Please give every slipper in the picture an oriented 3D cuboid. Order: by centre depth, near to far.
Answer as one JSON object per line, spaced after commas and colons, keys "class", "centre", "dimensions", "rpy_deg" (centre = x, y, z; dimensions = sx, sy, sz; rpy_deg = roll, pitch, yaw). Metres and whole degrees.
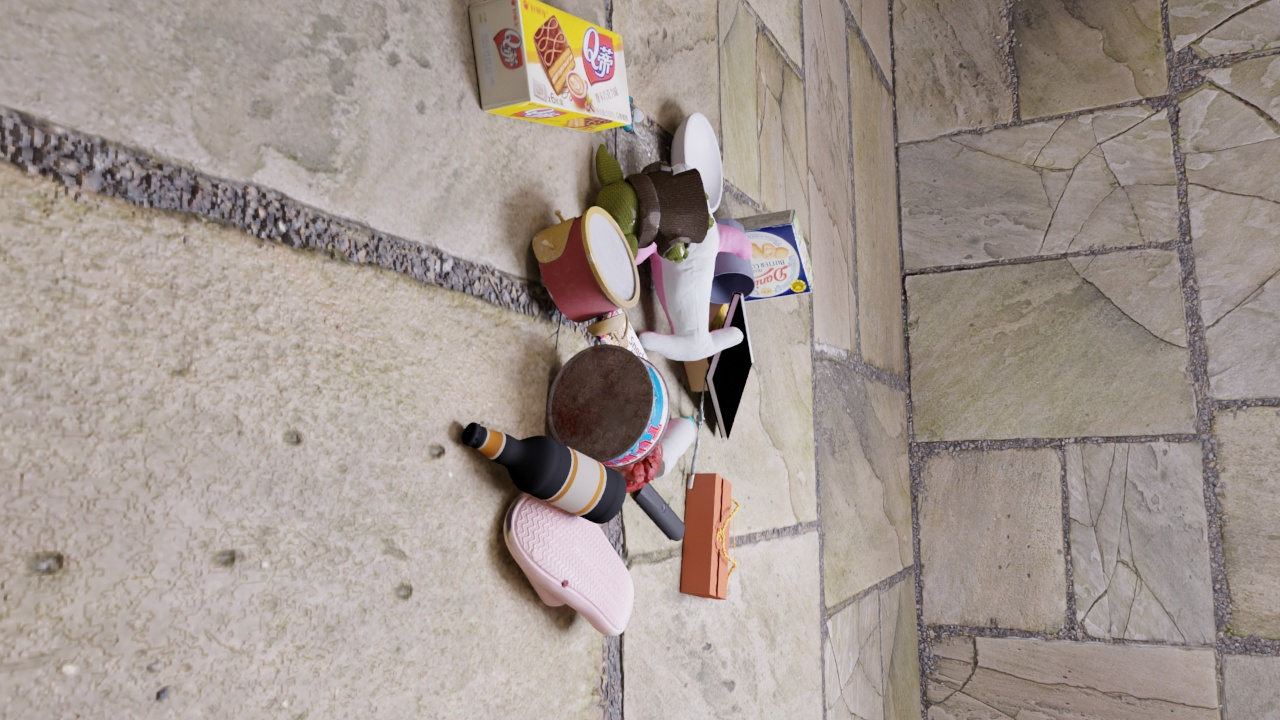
{"class": "slipper", "centre": [-0.073, 0.218, 0.983], "dimensions": [0.221, 0.056, 0.106], "rpy_deg": [52, 39, -35]}

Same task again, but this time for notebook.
{"class": "notebook", "centre": [0.137, 0.012, 1.388], "dimensions": [0.207, 0.016, 0.148], "rpy_deg": [69, 37, -59]}

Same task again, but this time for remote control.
{"class": "remote control", "centre": [0.026, 0.200, 1.234], "dimensions": [0.147, 0.015, 0.033], "rpy_deg": [54, 40, -47]}

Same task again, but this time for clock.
{"class": "clock", "centre": [-0.057, -0.089, 1.028], "dimensions": [0.159, 0.081, 0.116], "rpy_deg": [58, 25, -28]}

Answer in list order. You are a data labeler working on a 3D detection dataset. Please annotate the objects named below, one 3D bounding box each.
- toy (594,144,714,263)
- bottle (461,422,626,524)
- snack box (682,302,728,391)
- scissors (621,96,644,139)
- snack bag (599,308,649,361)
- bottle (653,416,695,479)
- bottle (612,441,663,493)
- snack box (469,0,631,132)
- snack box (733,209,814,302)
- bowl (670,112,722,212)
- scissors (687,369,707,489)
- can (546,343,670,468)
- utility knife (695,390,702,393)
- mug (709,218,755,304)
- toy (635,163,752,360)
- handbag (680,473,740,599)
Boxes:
{"class": "toy", "centre": [0.017, -0.186, 1.140], "dimensions": [0.078, 0.152, 0.179], "rpy_deg": [126, -45, -68]}
{"class": "bottle", "centre": [-0.098, 0.106, 0.912], "dimensions": [0.181, 0.059, 0.059], "rpy_deg": [31, 56, -33]}
{"class": "snack box", "centre": [0.104, -0.023, 1.399], "dimensions": [0.125, 0.040, 0.088], "rpy_deg": [-54, 133, -53]}
{"class": "scissors", "centre": [-0.032, -0.327, 1.190], "dimensions": [0.155, 0.019, 0.124], "rpy_deg": [59, 37, -41]}
{"class": "snack bag", "centre": [-0.007, 0.007, 1.194], "dimensions": [0.070, 0.016, 0.197], "rpy_deg": [-72, 146, -40]}
{"class": "bottle", "centre": [0.042, 0.113, 1.246], "dimensions": [0.135, 0.044, 0.044], "rpy_deg": [-44, 125, -58]}
{"class": "bottle", "centre": [-0.022, 0.112, 1.076], "dimensions": [0.111, 0.099, 0.099], "rpy_deg": [-75, 150, -53]}
{"class": "snack box", "centre": [-0.092, -0.322, 1.016], "dimensions": [0.229, 0.062, 0.110], "rpy_deg": [-16, 101, -63]}
{"class": "snack box", "centre": [0.196, -0.166, 1.491], "dimensions": [0.042, 0.145, 0.145], "rpy_deg": [-72, 146, -44]}
{"class": "bowl", "centre": [0.078, -0.294, 1.381], "dimensions": [0.149, 0.043, 0.149], "rpy_deg": [17, 71, -63]}
{"class": "scissors", "centre": [0.085, 0.099, 1.332], "dimensions": [0.141, 0.014, 0.175], "rpy_deg": [7, 92, -84]}
{"class": "can", "centre": [-0.035, 0.050, 0.999], "dimensions": [0.044, 0.130, 0.129], "rpy_deg": [28, 62, -60]}
{"class": "utility knife", "centre": [0.119, 0.036, 1.457], "dimensions": [0.165, 0.015, 0.022], "rpy_deg": [-15, 106, -61]}
{"class": "mug", "centre": [0.111, -0.157, 1.385], "dimensions": [0.123, 0.084, 0.103], "rpy_deg": [18, 53, -34]}
{"class": "toy", "centre": [0.055, -0.132, 1.262], "dimensions": [0.186, 0.128, 0.265], "rpy_deg": [-5, 92, -19]}
{"class": "handbag", "centre": [0.110, 0.261, 1.354], "dimensions": [0.109, 0.060, 0.171], "rpy_deg": [39, 52, -61]}
